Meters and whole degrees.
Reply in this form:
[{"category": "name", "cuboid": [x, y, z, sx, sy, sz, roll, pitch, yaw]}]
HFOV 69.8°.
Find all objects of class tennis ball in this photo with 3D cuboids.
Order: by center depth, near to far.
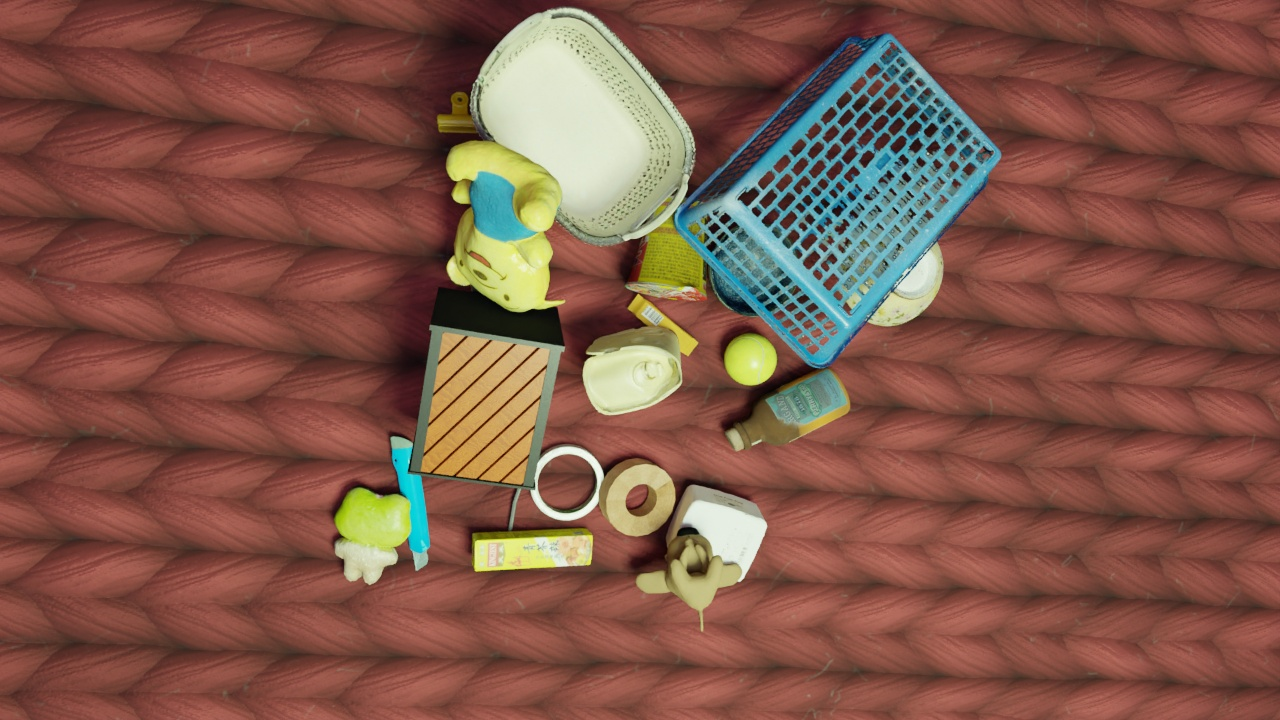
[{"category": "tennis ball", "cuboid": [0.137, -0.002, 1.148, 0.065, 0.065, 0.065, -1, 98, -11]}]

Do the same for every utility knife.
[{"category": "utility knife", "cuboid": [-0.279, 0.175, 1.121, 0.031, 0.015, 0.175, -6, 100, -7]}]

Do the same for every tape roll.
[{"category": "tape roll", "cuboid": [-0.093, 0.153, 1.151, 0.093, 0.018, 0.094, -1, 98, -10]}, {"category": "tape roll", "cuboid": [-0.004, 0.172, 1.155, 0.094, 0.027, 0.094, -4, 102, -22]}]

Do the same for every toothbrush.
[{"category": "toothbrush", "cuboid": [-0.151, 0.165, 1.144, 0.013, 0.013, 0.167, 19, 94, -5]}]

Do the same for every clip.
[{"category": "clip", "cuboid": [-0.210, -0.285, 1.068, 0.054, 0.046, 0.048, -2, 133, -10]}]

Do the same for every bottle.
[{"category": "bottle", "cuboid": [0.182, 0.069, 1.165, 0.157, 0.068, 0.068, -26, 101, -6]}]

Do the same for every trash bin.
[{"category": "trash bin", "cuboid": [-0.175, 0.029, 1.037, 0.139, 0.139, 0.172, 9, 109, -12]}]

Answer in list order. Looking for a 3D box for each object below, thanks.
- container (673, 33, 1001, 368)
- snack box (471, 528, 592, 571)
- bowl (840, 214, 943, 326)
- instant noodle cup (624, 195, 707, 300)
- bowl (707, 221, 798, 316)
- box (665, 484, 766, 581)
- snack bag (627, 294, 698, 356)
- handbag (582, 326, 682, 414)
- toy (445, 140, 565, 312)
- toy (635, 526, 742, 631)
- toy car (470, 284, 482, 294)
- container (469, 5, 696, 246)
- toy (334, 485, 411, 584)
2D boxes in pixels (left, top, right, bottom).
[{"category": "container", "cuboid": [0.248, -0.203, 1.072, 0.257, 0.089, 0.361, 45, 74, -5]}, {"category": "snack box", "cuboid": [-0.134, 0.234, 1.138, 0.147, 0.029, 0.040, 1, 99, -19]}, {"category": "bowl", "cuboid": [0.332, -0.115, 1.170, 0.145, 0.063, 0.145, -1, 96, -11]}, {"category": "instant noodle cup", "cuboid": [0.038, -0.135, 1.104, 0.100, 0.100, 0.112, 9, 86, -12]}, {"category": "bowl", "cuboid": [0.133, -0.114, 1.135, 0.114, 0.061, 0.114, -2, 100, -11]}, {"category": "box", "cuboid": [0.093, 0.215, 1.186, 0.107, 0.095, 0.102, 18, 107, -9]}, {"category": "snack bag", "cuboid": [0.028, -0.044, 1.145, 0.099, 0.020, 0.026, 37, 95, -14]}, {"category": "handbag", "cuboid": [-0.006, 0.006, 1.090, 0.111, 0.119, 0.081, -15, 100, 6]}, {"category": "toy", "cuboid": [-0.139, -0.134, 0.971, 0.149, 0.214, 0.083, 41, 60, 18]}, {"category": "toy", "cuboid": [0.063, 0.257, 1.098, 0.134, 0.108, 0.106, -5, 93, -3]}, {"category": "toy car", "cuboid": [-0.176, -0.079, 1.094, 0.048, 0.040, 0.113, -7, 116, -3]}, {"category": "container", "cuboid": [-0.071, -0.255, 1.024, 0.184, 0.143, 0.251, -46, 111, -4]}, {"category": "toy", "cuboid": [-0.324, 0.212, 1.102, 0.092, 0.043, 0.118, 12, 97, -3]}]
